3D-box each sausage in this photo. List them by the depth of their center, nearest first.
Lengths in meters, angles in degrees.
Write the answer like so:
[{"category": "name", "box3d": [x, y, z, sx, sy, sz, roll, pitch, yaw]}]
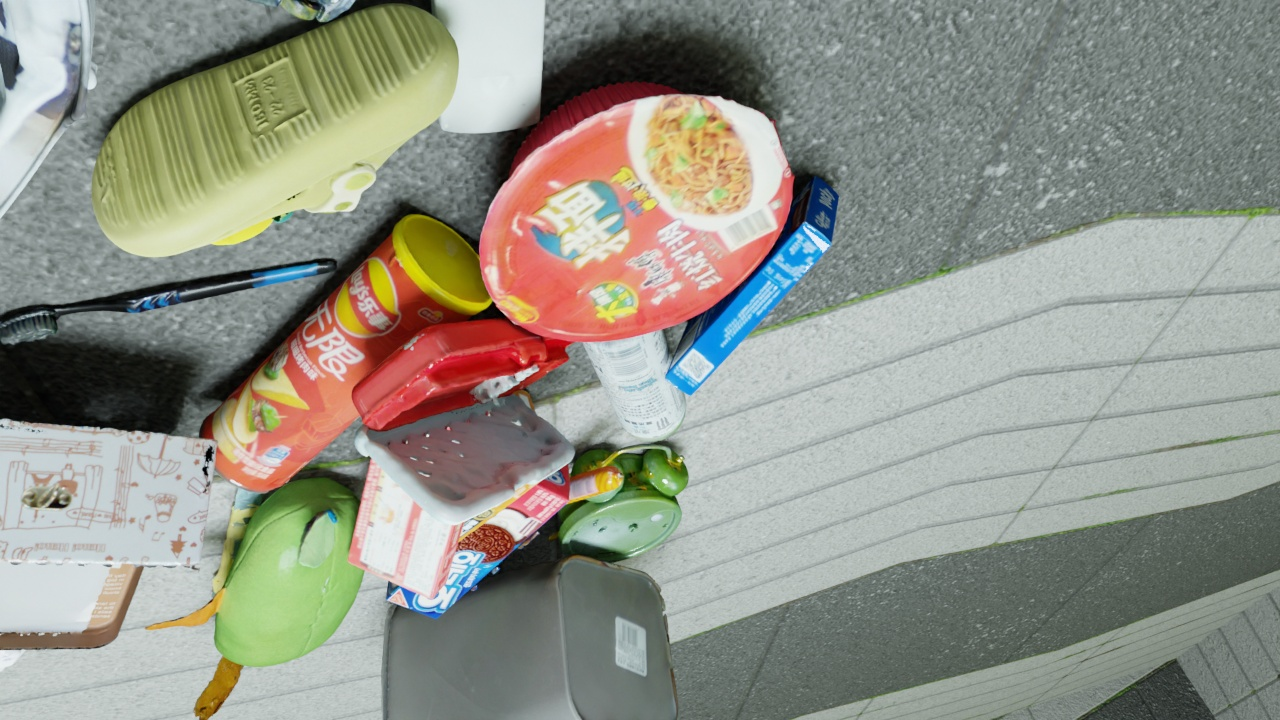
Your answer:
[{"category": "sausage", "box3d": [-0.068, 0.114, 0.794, 0.021, 0.021, 0.166, 12, 156, -38]}]

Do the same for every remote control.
[{"category": "remote control", "box3d": [-0.076, -0.173, 0.457, 0.056, 0.019, 0.135, -10, 143, -16]}]

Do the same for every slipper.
[{"category": "slipper", "box3d": [-0.168, -0.100, 0.450, 0.190, 0.091, 0.081, -25, 149, 3]}]

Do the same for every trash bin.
[{"category": "trash bin", "box3d": [-0.099, 0.296, 0.873, 0.220, 0.198, 0.198, -27, 145, 29]}]

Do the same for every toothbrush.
[{"category": "toothbrush", "box3d": [-0.275, -0.036, 0.540, 0.189, 0.016, 0.014, -13, 151, -14]}]

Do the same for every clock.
[{"category": "clock", "box3d": [-0.019, 0.128, 0.849, 0.116, 0.056, 0.162, -1, 140, -27]}]

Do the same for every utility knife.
[{"category": "utility knife", "box3d": [-0.330, 0.146, 0.755, 0.030, 0.020, 0.196, -3, 137, -34]}]

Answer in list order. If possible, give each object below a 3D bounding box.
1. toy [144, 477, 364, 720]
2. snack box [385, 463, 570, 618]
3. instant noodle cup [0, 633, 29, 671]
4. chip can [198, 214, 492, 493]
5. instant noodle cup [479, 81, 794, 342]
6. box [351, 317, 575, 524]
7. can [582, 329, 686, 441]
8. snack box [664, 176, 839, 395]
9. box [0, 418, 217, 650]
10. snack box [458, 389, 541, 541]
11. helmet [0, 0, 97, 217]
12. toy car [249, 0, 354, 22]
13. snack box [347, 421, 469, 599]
[{"category": "toy", "box3d": [-0.289, 0.186, 0.757, 0.226, 0.090, 0.247, -20, 147, -51]}, {"category": "snack box", "box3d": [-0.144, 0.148, 0.802, 0.058, 0.057, 0.208, 30, 122, -29]}, {"category": "instant noodle cup", "box3d": [-0.546, 0.201, 0.676, 0.173, 0.060, 0.138, -17, 144, -9]}, {"category": "chip can", "box3d": [-0.191, 0.000, 0.583, 0.217, 0.073, 0.073, -37, 142, 23]}, {"category": "instant noodle cup", "box3d": [-0.007, -0.096, 0.554, 0.193, 0.065, 0.194, -13, 145, -10]}, {"category": "box", "box3d": [-0.089, 0.036, 0.584, 0.095, 0.101, 0.201, -36, 174, 17]}, {"category": "can", "box3d": [-0.004, 0.004, 0.692, 0.058, 0.058, 0.147, -21, 145, 0]}, {"category": "snack box", "box3d": [0.078, -0.051, 0.644, 0.026, 0.084, 0.158, 36, 124, -7]}, {"category": "box", "box3d": [-0.394, 0.104, 0.576, 0.179, 0.130, 0.273, 12, 143, -38]}, {"category": "snack box", "box3d": [-0.137, 0.094, 0.727, 0.154, 0.075, 0.026, -38, 144, 22]}, {"category": "helmet", "box3d": [-0.299, -0.143, 0.277, 0.259, 0.145, 0.229, -25, 144, 21]}, {"category": "toy car", "box3d": [-0.172, -0.183, 0.384, 0.120, 0.036, 0.054, 3, 138, -45]}, {"category": "snack box", "box3d": [-0.166, 0.099, 0.685, 0.075, 0.025, 0.153, 22, 111, 8]}]
